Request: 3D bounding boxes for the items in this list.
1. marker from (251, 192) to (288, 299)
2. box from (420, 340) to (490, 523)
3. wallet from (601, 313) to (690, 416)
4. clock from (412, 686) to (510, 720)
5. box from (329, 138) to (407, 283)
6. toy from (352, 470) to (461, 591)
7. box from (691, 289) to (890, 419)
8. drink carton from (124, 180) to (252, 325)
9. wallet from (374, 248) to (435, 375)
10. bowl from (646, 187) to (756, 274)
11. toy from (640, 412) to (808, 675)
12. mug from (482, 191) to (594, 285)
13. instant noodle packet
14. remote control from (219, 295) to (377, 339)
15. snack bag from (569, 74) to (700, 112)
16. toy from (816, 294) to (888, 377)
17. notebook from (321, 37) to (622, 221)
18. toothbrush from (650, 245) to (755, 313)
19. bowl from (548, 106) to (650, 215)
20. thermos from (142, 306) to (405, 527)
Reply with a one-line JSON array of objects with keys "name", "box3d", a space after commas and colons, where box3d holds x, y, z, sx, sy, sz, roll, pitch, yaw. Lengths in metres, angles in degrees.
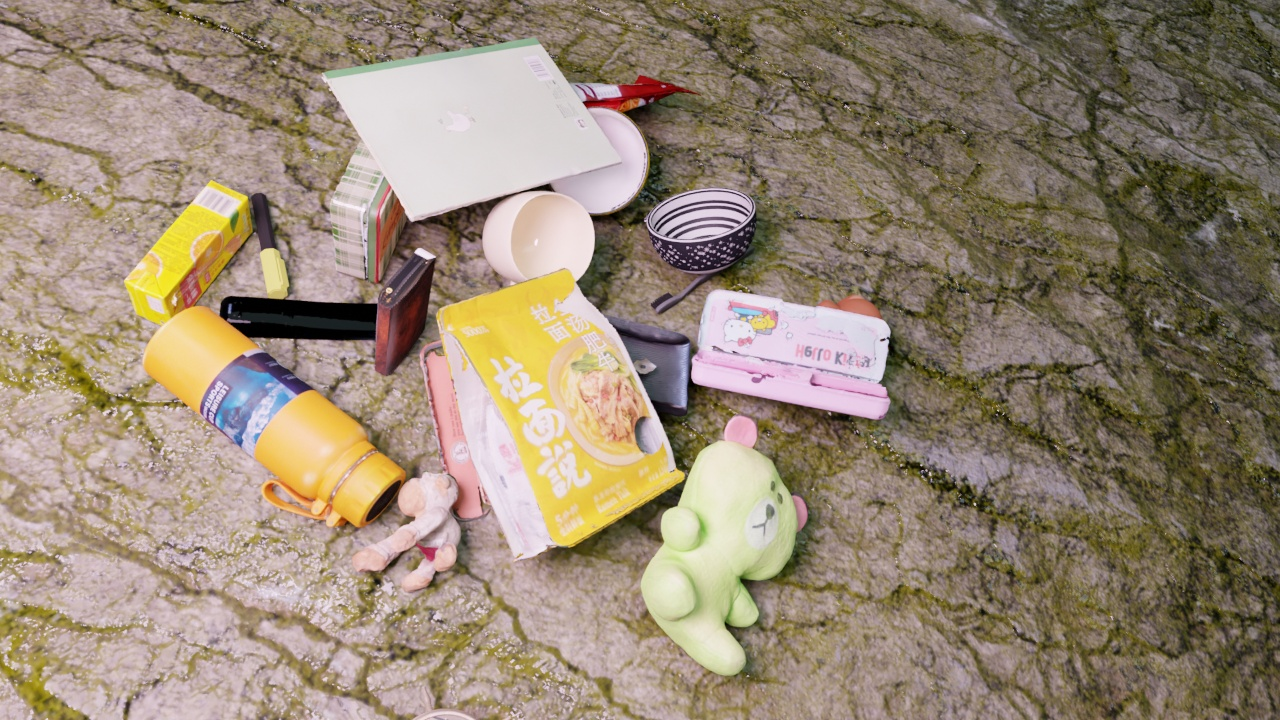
[{"name": "marker", "box3d": [-0.366, -0.115, 0.903, 0.021, 0.017, 0.123, -30, 63, 17]}, {"name": "box", "box3d": [-0.159, 0.054, 0.847, 0.041, 0.083, 0.186, 16, 47, -48]}, {"name": "wallet", "box3d": [-0.005, 0.006, 0.913, 0.115, 0.026, 0.089, 14, 55, -13]}, {"name": "clock", "box3d": [-0.154, 0.324, 0.680, 0.093, 0.055, 0.140, 21, 53, -5]}, {"name": "box", "box3d": [-0.254, -0.188, 0.929, 0.051, 0.118, 0.205, 15, 54, -3]}, {"name": "toy", "box3d": [-0.182, 0.134, 0.773, 0.074, 0.085, 0.105, 29, 49, -16]}, {"name": "box", "box3d": [0.156, 0.003, 0.959, 0.201, 0.077, 0.146, 11, 40, 4]}, {"name": "drink carton", "box3d": [-0.416, -0.097, 0.852, 0.043, 0.059, 0.134, 25, 56, -3]}, {"name": "wallet", "box3d": [-0.218, -0.042, 0.843, 0.019, 0.123, 0.072, 30, 55, 2]}, {"name": "bowl", "box3d": [0.071, -0.136, 1.024, 0.120, 0.066, 0.120, -8, 36, 6]}, {"name": "toy", "box3d": [0.070, 0.165, 0.821, 0.150, 0.107, 0.196, 53, 46, -22]}, {"name": "mug", "box3d": [-0.113, -0.112, 0.940, 0.096, 0.100, 0.120, 7, 94, -32]}, {"name": "instant noodle packet", "box3d": [-0.073, 0.038, 0.795, 0.162, 0.084, 0.221, -25, 95, -45]}, {"name": "remote control", "box3d": [-0.319, -0.041, 0.873, 0.151, 0.020, 0.041, 2, 60, -19]}, {"name": "snack bag", "box3d": [-0.052, -0.312, 1.080, 0.207, 0.067, 0.139, -20, 24, -24]}, {"name": "toy", "box3d": [0.222, -0.017, 1.021, 0.095, 0.065, 0.127, 39, 66, 11]}, {"name": "notebook", "box3d": [-0.161, -0.243, 0.924, 0.251, 0.010, 0.182, -24, 75, -35]}, {"name": "toothbrush", "box3d": [0.074, -0.094, 1.039, 0.167, 0.013, 0.013, -32, 65, -31]}, {"name": "bowl", "box3d": [-0.046, -0.221, 1.034, 0.117, 0.067, 0.117, 1, 95, 6]}, {"name": "thermos", "box3d": [-0.313, 0.056, 0.789, 0.232, 0.092, 0.076, 36, 27, 5]}]
